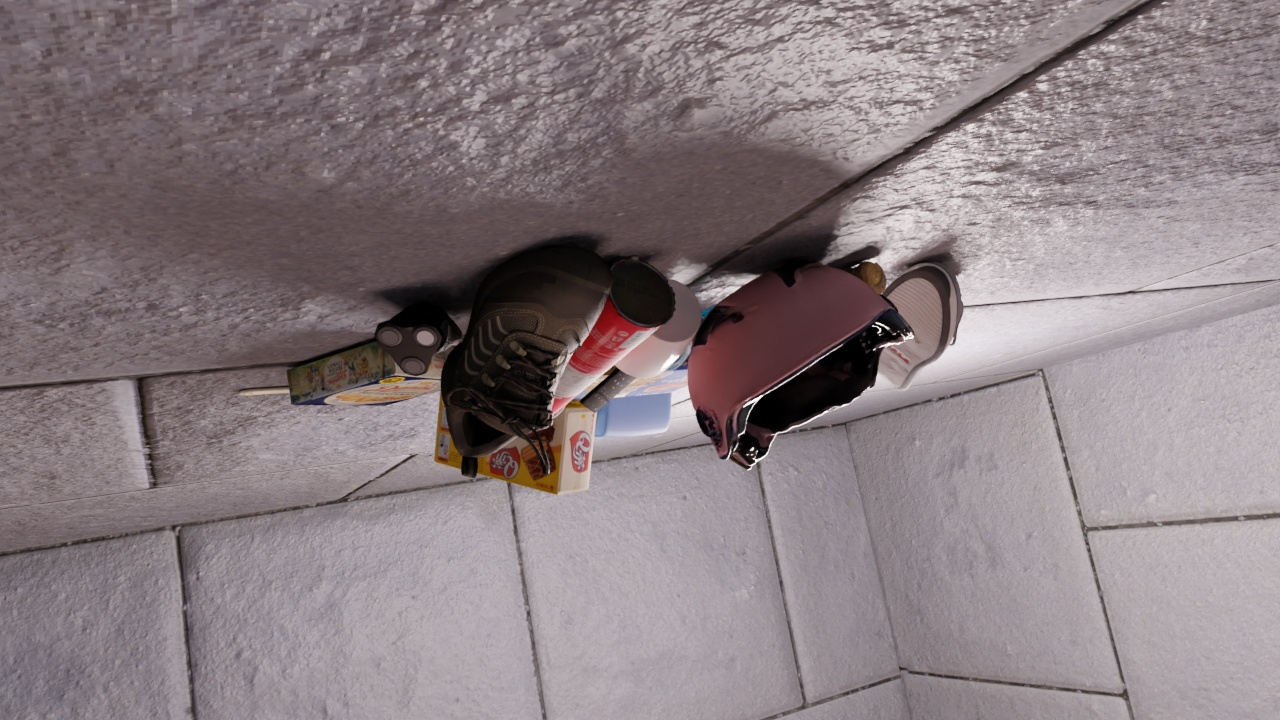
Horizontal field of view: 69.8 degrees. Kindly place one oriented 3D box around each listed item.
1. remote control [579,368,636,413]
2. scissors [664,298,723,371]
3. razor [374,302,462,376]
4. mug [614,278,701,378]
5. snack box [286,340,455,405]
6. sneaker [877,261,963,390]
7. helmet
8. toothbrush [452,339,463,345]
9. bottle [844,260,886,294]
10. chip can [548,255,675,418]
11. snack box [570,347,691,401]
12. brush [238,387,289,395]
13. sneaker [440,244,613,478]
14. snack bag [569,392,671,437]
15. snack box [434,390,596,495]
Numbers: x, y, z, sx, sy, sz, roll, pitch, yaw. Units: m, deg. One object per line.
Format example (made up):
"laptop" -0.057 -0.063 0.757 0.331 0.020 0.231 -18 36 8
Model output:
"remote control" -0.006 0.006 0.996 0.140 0.009 0.030 -41 142 7
"scissors" 0.058 -0.049 1.000 0.140 0.013 0.114 -34 127 9
"razor" -0.194 -0.025 0.836 0.057 0.060 0.156 1 -170 0
"mug" -0.001 -0.041 0.914 0.114 0.080 0.088 24 155 -11
"snack box" -0.278 0.016 0.998 0.145 0.042 0.144 -14 170 25
"sneaker" 0.359 -0.061 1.136 0.128 0.097 0.263 -45 161 -14
"helmet" 0.146 -0.012 0.936 0.230 0.152 0.255 -32 164 2
"toothbrush" -0.166 -0.020 0.996 0.018 0.015 0.180 -26 162 39
"bottle" 0.219 -0.075 1.016 0.043 0.043 0.111 -3 167 -37
"chip can" -0.054 -0.015 0.878 0.073 0.073 0.234 -5 160 -33
"snack box" -0.010 -0.002 1.110 0.202 0.069 0.155 -4 167 -35
"brush" -0.367 0.033 1.104 0.217 0.012 0.033 -2 168 -34
"sneaker" -0.108 0.016 0.763 0.101 0.142 0.239 19 137 -25
"snack bag" -0.081 0.051 1.299 0.206 0.102 0.158 3 -179 37
"snack box" -0.168 0.099 1.196 0.231 0.110 0.061 8 -176 37
